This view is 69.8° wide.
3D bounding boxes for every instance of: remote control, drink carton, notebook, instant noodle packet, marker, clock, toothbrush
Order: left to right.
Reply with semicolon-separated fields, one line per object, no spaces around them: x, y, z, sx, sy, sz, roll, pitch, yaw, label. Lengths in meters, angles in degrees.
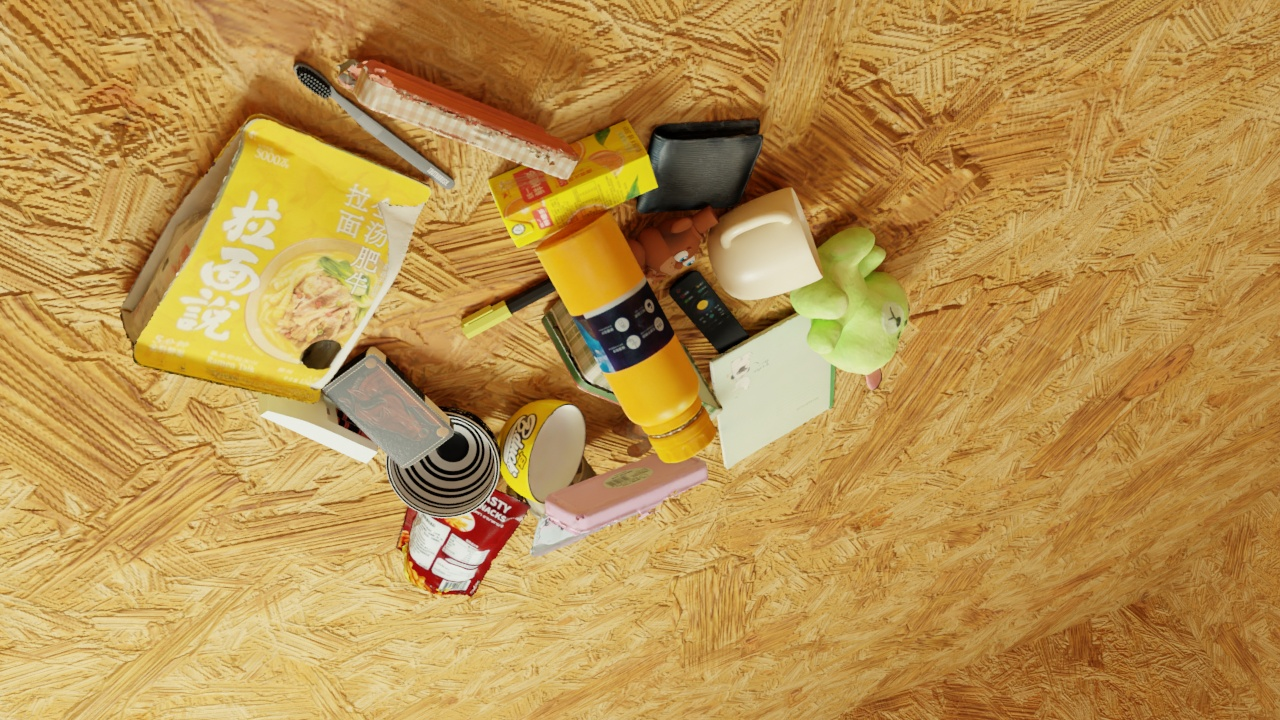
-0.289;-0.080;0.742;0.162;0.084;0.222;19;119;-46;instant noodle packet
-0.313;0.056;0.908;0.024;0.049;0.143;-34;143;12;remote control
-0.202;-0.178;0.717;0.013;0.013;0.167;-36;145;14;toothbrush
-0.120;-0.059;0.906;0.124;0.017;0.021;-28;144;1;marker
-0.118;0.152;1.107;0.141;0.093;0.055;-23;137;-5;clock
-0.059;-0.153;0.791;0.134;0.058;0.043;-24;142;-1;drink carton
0.078;-0.052;1.027;0.041;0.020;0.152;-37;141;6;remote control
0.176;0.032;1.177;0.181;0.010;0.253;-29;145;-11;notebook

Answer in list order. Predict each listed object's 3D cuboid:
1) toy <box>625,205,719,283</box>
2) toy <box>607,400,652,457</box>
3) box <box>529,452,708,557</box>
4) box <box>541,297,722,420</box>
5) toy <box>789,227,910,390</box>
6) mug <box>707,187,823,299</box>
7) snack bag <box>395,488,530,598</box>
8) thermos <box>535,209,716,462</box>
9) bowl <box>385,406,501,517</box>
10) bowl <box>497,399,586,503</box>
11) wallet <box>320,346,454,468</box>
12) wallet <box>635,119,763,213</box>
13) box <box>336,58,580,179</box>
0.022;-0.101;0.889;0.128;0.065;0.094;-30;167;18;toy
0.020;0.062;1.107;0.106;0.074;0.085;-21;131;-12;toy
-0.029;0.157;1.069;0.201;0.077;0.147;-16;172;-38;box
-0.006;0.006;0.970;0.051;0.117;0.205;-44;141;21;box
0.236;-0.060;1.040;0.150;0.107;0.197;-65;146;-20;toy
0.114;-0.113;0.903;0.100;0.096;0.120;-19;160;16;mug
-0.227;0.206;1.103;0.139;0.066;0.208;30;133;1;snack bag
-0.004;-0.021;0.839;0.076;0.091;0.233;-17;110;35;thermos
-0.210;0.103;0.999;0.120;0.066;0.120;0;105;-1;bowl
-0.120;0.097;1.041;0.117;0.068;0.117;-38;135;-51;bowl
-0.252;0.049;0.920;0.072;0.019;0.123;-35;119;7;wallet
0.056;-0.178;0.854;0.114;0.026;0.089;-9;142;-21;wallet
-0.135;-0.185;0.700;0.186;0.082;0.042;14;118;-39;box
